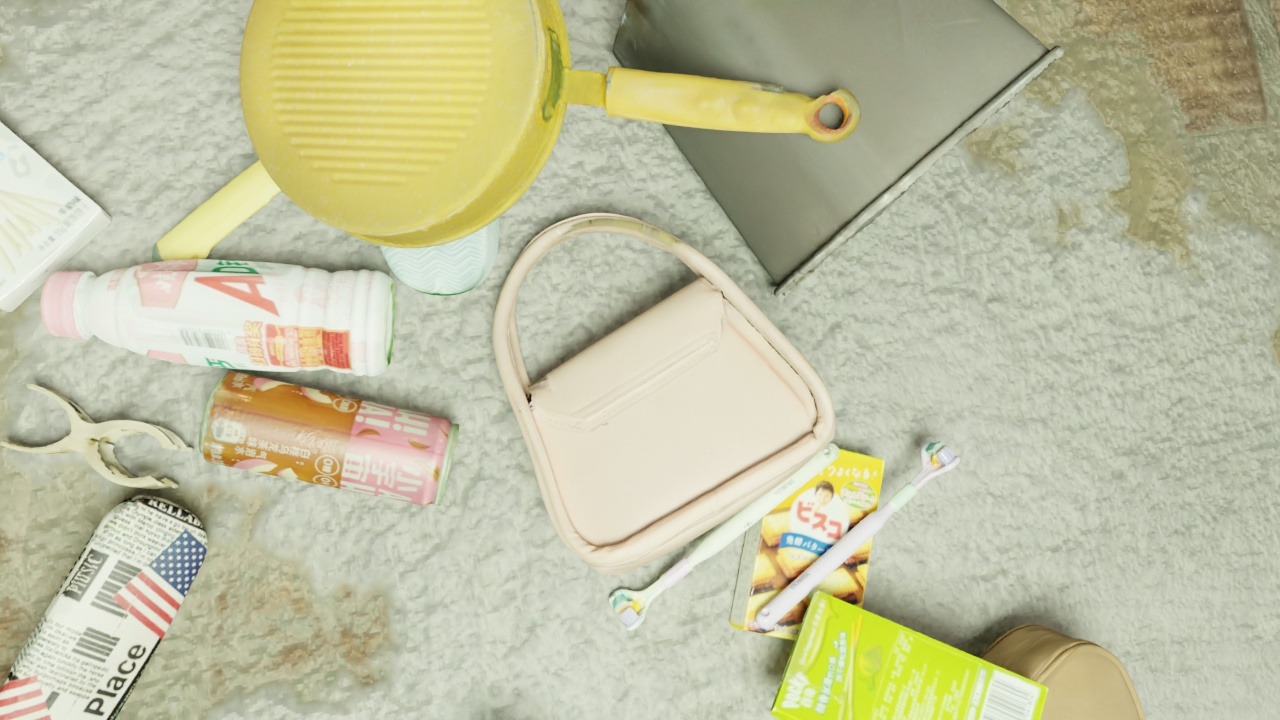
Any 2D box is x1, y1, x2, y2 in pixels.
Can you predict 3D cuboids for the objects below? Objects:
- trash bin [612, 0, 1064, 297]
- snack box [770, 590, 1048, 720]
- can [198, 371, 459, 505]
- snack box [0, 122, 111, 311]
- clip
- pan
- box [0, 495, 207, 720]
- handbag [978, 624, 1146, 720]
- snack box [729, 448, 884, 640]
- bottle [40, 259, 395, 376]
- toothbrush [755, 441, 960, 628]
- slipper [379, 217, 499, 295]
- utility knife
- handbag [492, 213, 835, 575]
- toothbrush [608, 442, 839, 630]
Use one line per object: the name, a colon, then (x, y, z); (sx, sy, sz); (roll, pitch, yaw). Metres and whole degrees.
trash bin: (0.114, -0.196, 0.627); (0.198, 0.199, 0.220); (-40, 86, -17)
snack box: (0.172, 0.220, 0.594); (0.156, 0.026, 0.085); (20, 67, 13)
can: (-0.192, 0.050, 0.575); (0.147, 0.058, 0.058); (14, 79, -12)
snack box: (-0.416, -0.112, 0.556); (0.157, 0.027, 0.084); (42, 75, -7)
clip: (-0.329, 0.058, 0.552); (0.103, 0.034, 0.076); (9, 80, -8)
pan: (-0.058, -0.156, 0.523); (0.358, 0.078, 0.198); (7, 94, 15)
box: (-0.307, 0.158, 0.522); (0.075, 0.076, 0.163); (30, 73, -14)
handbag: (0.262, 0.290, 0.642); (0.204, 0.100, 0.148); (-40, 100, -15)
snack box: (0.120, 0.130, 0.658); (0.087, 0.034, 0.140); (14, 78, -13)
bottle: (-0.255, -0.029, 0.568); (0.197, 0.068, 0.068); (3, 82, -10)
toothbrush: (0.151, 0.122, 0.640); (0.189, 0.029, 0.021); (-38, 131, -15)
slipper: (-0.139, -0.166, 0.605); (0.104, 0.074, 0.245); (-6, 101, 10)
utility knife: (-0.242, -0.107, 0.577); (0.177, 0.019, 0.031); (-36, 88, 10)
handbag: (-0.004, 0.004, 0.613); (0.193, 0.093, 0.234); (-32, 79, -3)
toothbrush: (0.060, 0.117, 0.627); (0.189, 0.020, 0.029); (-37, 62, -2)
